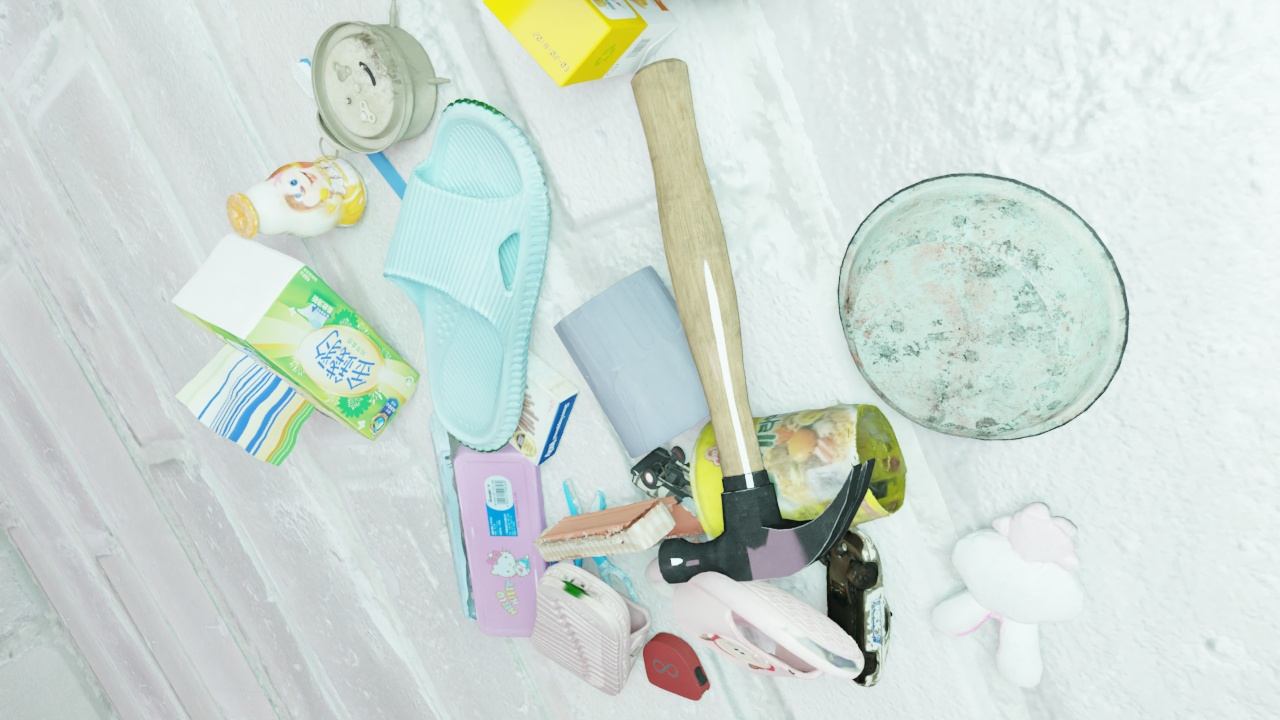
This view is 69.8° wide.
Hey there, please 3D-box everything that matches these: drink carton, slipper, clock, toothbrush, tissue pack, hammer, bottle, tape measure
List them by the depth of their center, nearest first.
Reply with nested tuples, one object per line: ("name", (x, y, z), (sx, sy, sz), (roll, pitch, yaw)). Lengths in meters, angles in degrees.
("drink carton", (-0.027, -0.191, 0.504), (0.058, 0.122, 0.040), (48, 119, -2))
("hammer", (0.045, -0.028, 0.535), (0.133, 0.040, 0.305), (-15, 84, 30))
("slipper", (0.063, 0.176, 0.633), (0.106, 0.055, 0.222), (34, 165, -17))
("slipper", (-0.131, -0.051, 0.686), (0.116, 0.069, 0.277), (17, 114, 24))
("clock", (-0.206, -0.197, 0.697), (0.141, 0.054, 0.093), (-34, 90, 38))
("toothbrush", (-0.231, -0.181, 0.754), (0.166, 0.014, 0.016), (52, 135, 3))
("bottle", (-0.283, -0.131, 0.757), (0.063, 0.108, 0.063), (18, 120, 33))
("slipper", (-0.038, 0.215, 0.767), (0.094, 0.064, 0.240), (29, 150, 13))
("tissue pack", (-0.304, 0.010, 0.779), (0.120, 0.141, 0.198), (19, 159, 35))
("tape measure", (0.031, 0.260, 0.785), (0.059, 0.019, 0.051), (7, 115, 37))

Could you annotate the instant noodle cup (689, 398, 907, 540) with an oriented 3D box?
("instant noodle cup", (0.101, 0.073, 0.574), (0.108, 0.102, 0.102), (-20, 101, 35))

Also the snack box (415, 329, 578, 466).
("snack box", (-0.123, 0.013, 0.766), (0.150, 0.026, 0.082), (37, 131, 18))

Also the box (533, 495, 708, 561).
("box", (-0.019, 0.132, 0.686), (0.076, 0.054, 0.188), (19, 158, -23))

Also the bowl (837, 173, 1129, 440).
("bowl", (0.173, -0.019, 0.496), (0.158, 0.038, 0.158), (19, 125, 30))

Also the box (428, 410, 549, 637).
("box", (-0.147, 0.157, 0.848), (0.140, 0.062, 0.214), (19, 125, 34))

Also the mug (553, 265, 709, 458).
("mug", (-0.004, 0.004, 0.636), (0.104, 0.083, 0.124), (57, 162, -1))

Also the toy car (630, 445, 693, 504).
("toy car", (0.038, 0.099, 0.672), (0.092, 0.040, 0.037), (28, 130, 25))

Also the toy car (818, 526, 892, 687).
("toy car", (0.148, 0.163, 0.619), (0.048, 0.040, 0.113), (-153, 55, -64))

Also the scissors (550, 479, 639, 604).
("scissors", (-0.054, 0.160, 0.803), (0.113, 0.013, 0.141), (-5, 113, 40))

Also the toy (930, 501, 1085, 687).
("toy", (0.221, 0.131, 0.543), (0.076, 0.037, 0.126), (28, 126, 30))
